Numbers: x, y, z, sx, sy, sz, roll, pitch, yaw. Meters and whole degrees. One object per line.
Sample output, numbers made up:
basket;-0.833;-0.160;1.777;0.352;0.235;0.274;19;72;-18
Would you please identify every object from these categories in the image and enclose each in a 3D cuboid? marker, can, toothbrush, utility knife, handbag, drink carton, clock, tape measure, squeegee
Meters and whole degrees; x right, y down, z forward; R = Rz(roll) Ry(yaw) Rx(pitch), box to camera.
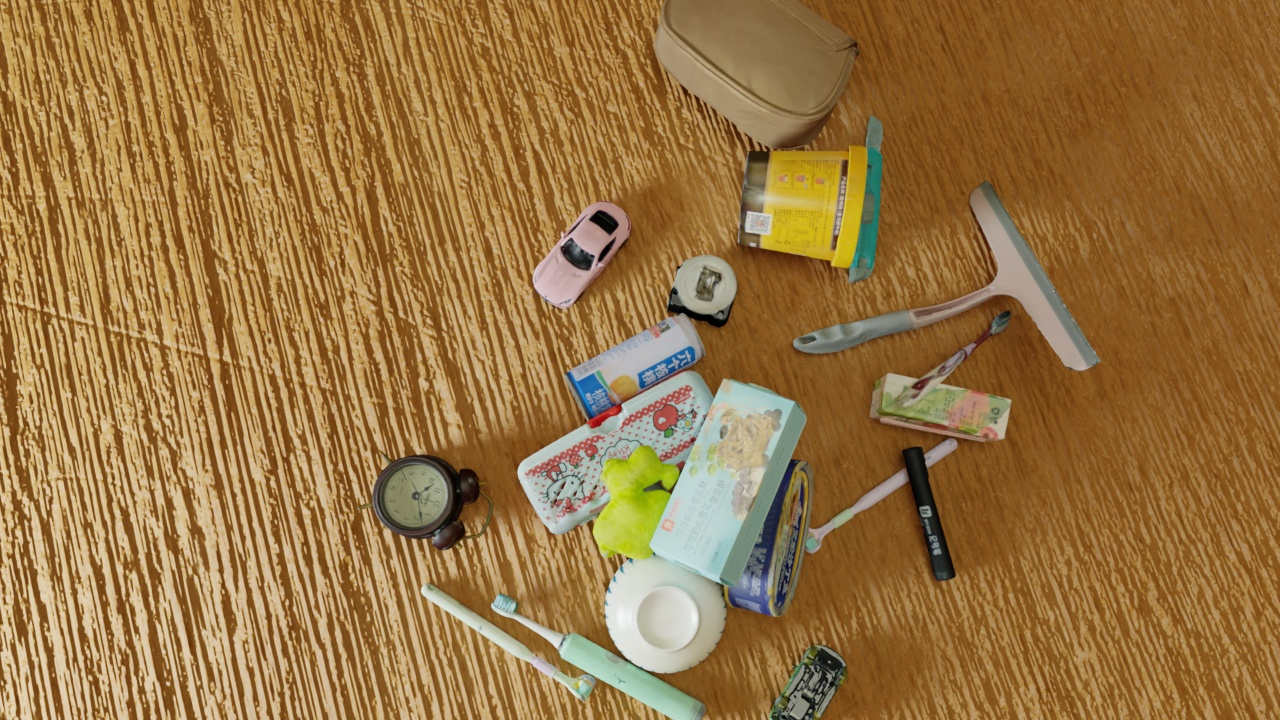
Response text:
marker;0.280;0.148;0.891;0.022;0.020;0.132;-14;89;-40
can;0.121;0.162;0.860;0.049;0.074;0.148;6;74;31
toothbrush;0.310;-0.004;0.895;0.187;0.017;0.016;-31;60;-30
toothbrush;0.235;0.129;0.904;0.189;0.021;0.029;-32;61;-9
utility knife;0.238;-0.170;0.961;0.029;0.013;0.186;9;79;-9
handbag;0.118;-0.314;0.947;0.204;0.100;0.147;40;73;6
drink carton;0.292;0.049;0.903;0.122;0.053;0.045;12;80;2
clock;-0.200;0.133;0.875;0.122;0.055;0.082;20;79;1
tape measure;0.064;-0.073;0.930;0.066;0.033;0.066;16;80;0
squeegee;0.275;-0.047;0.919;0.250;0.040;0.247;-18;53;8
can;-0.005;0.005;0.903;0.134;0.053;0.053;-28;81;-6
toothbrush;-0.127;0.264;0.872;0.189;0.029;0.020;30;121;6
toothbrush;-0.042;0.283;0.866;0.224;0.026;0.027;28;102;4

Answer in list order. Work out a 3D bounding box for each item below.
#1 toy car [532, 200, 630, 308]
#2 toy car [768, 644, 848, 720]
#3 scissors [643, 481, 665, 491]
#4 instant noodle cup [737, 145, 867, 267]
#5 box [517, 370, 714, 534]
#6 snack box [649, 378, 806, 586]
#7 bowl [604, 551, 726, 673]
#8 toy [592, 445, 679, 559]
toy car;-0.059;-0.109;0.933;0.056;0.037;0.122;37;82;7
toy car;0.156;0.310;0.860;0.043;0.036;0.091;35;82;6
scissors;0.010;0.125;0.903;0.159;0.014;0.177;8;81;0
instant noodle cup;0.158;-0.156;0.909;0.114;0.118;0.118;6;79;7
box;-0.015;0.088;0.877;0.201;0.047;0.086;-29;86;-7
snack box;0.081;0.108;0.828;0.074;0.051;0.174;19;77;29
bowl;0.024;0.234;0.852;0.116;0.066;0.116;0;83;0
toy;-0.003;0.134;0.845;0.096;0.031;0.100;-23;91;-5
